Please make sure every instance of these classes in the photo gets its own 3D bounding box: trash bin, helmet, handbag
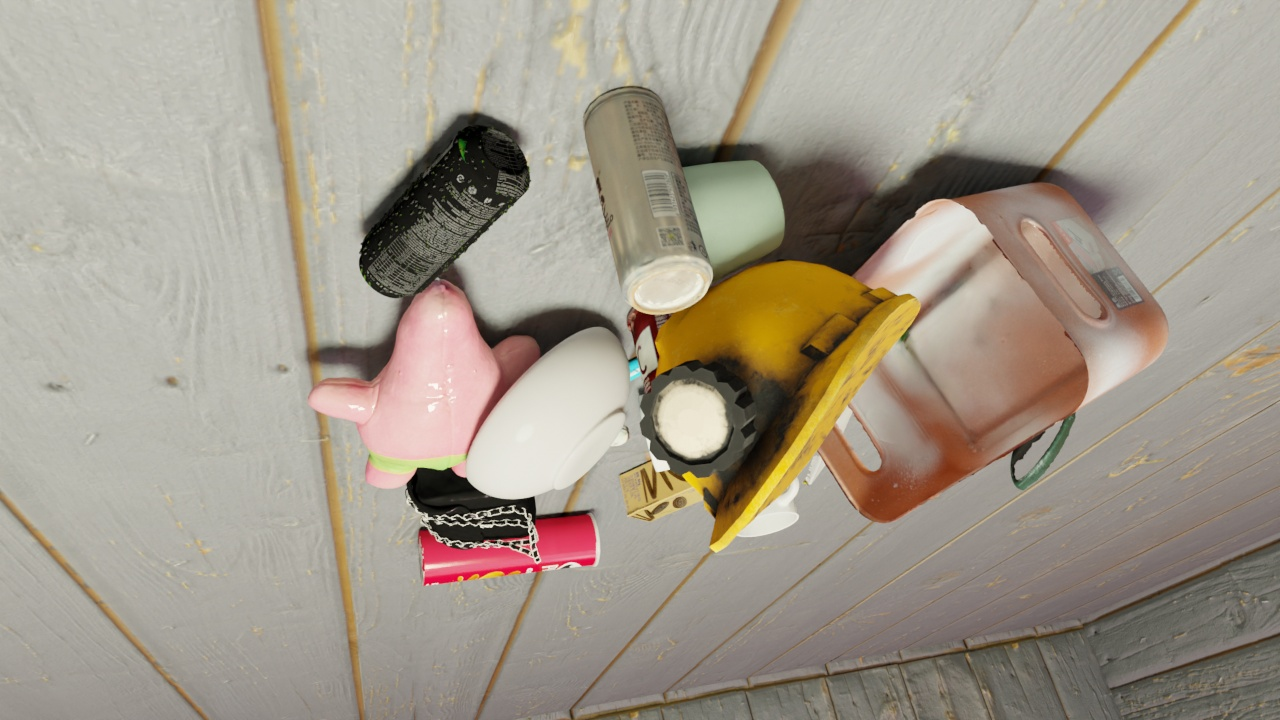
[{"bbox_3d":[0.262,-0.006,0.756,0.157,0.181,0.261,-17,158,-36],"label":"trash bin"},{"bbox_3d":[0.078,0.009,0.636,0.206,0.131,0.254,-59,164,23],"label":"helmet"},{"bbox_3d":[-0.176,0.161,0.969,0.125,0.114,0.154,-9,156,-4],"label":"handbag"}]

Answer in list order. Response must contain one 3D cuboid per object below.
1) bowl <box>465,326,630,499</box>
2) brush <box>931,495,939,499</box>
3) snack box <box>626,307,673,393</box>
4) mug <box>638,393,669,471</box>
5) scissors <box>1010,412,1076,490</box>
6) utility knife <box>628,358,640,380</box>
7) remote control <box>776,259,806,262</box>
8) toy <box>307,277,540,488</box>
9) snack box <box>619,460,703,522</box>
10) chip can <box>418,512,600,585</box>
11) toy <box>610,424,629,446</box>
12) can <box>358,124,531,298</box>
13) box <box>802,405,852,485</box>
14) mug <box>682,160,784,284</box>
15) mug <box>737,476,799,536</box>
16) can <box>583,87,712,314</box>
[{"bbox_3d":[-0.064,0.058,0.785,0.176,0.066,0.177,-45,165,-16],"label":"bowl"},{"bbox_3d":[0.286,0.085,0.994,0.045,0.143,0.008,-17,152,25],"label":"brush"},{"bbox_3d":[0.034,0.011,0.773,0.072,0.121,0.072,-10,153,-5],"label":"snack box"},{"bbox_3d":[0.058,0.061,0.918,0.105,0.082,0.082,-14,152,3],"label":"mug"},{"bbox_3d":[0.367,0.003,0.823,0.015,0.203,0.202,22,110,-9],"label":"scissors"},{"bbox_3d":[-0.005,0.005,0.863,0.177,0.015,0.022,-29,123,25],"label":"utility knife"},{"bbox_3d":[0.133,-0.018,0.772,0.013,0.137,0.033,-21,-157,-35],"label":"remote control"},{"bbox_3d":[-0.167,0.019,0.740,0.191,0.096,0.237,-12,145,-23],"label":"toy"},{"bbox_3d":[0.074,0.126,1.072,0.207,0.056,0.057,-28,148,25],"label":"snack box"},{"bbox_3d":[-0.166,0.238,1.162,0.220,0.069,0.069,-3,150,-18],"label":"chip can"},{"bbox_3d":[-0.076,0.075,0.934,0.122,0.038,0.079,12,150,-34],"label":"toy"},{"bbox_3d":[-0.127,-0.092,0.586,0.054,0.054,0.138,15,141,-42],"label":"can"},{"bbox_3d":[0.206,0.070,1.034,0.067,0.070,0.210,-29,155,-16],"label":"box"},{"bbox_3d":[0.039,-0.085,0.640,0.104,0.084,0.111,-18,152,-11],"label":"mug"},{"bbox_3d":[0.152,0.154,1.122,0.080,0.087,0.114,5,147,-30],"label":"mug"},{"bbox_3d":[0.003,-0.096,0.548,0.054,0.135,0.054,-11,152,-6],"label":"can"}]
